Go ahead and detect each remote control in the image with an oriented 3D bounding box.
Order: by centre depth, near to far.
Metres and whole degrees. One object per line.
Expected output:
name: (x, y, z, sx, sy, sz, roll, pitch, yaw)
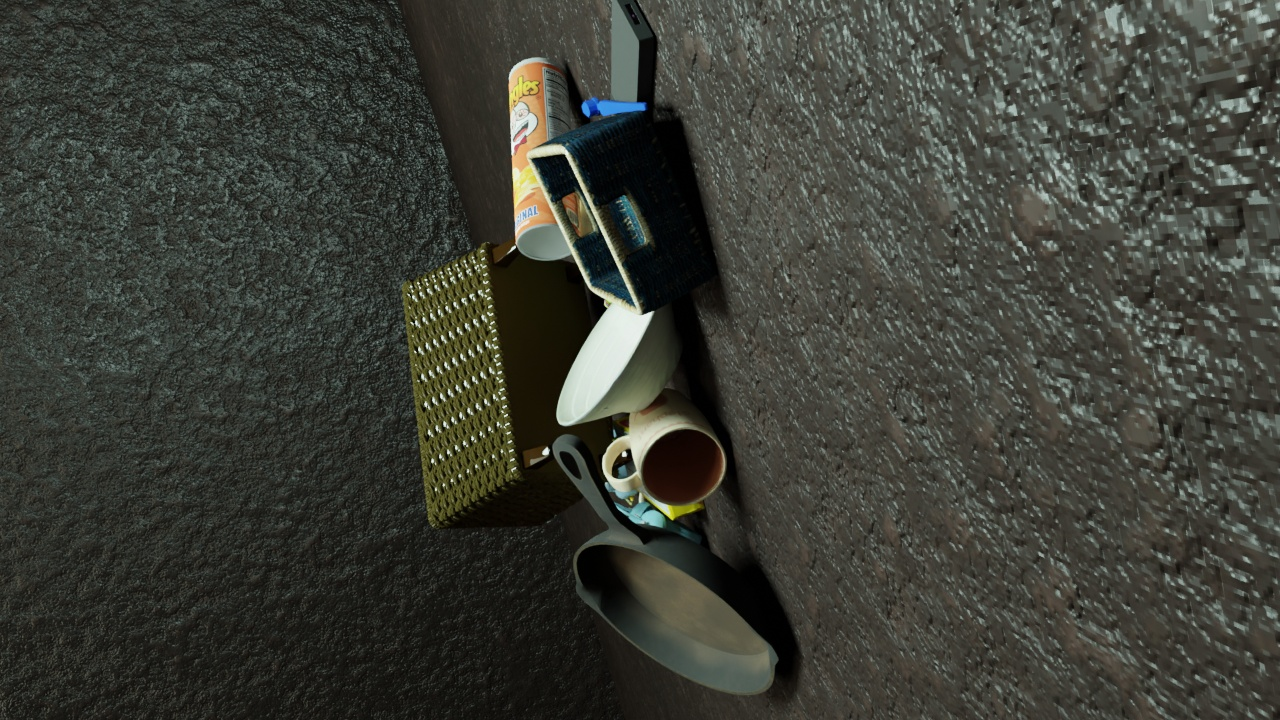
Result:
remote control: (-0.008, -0.227, 0.740, 0.134, 0.013, 0.058, 95, 153, -63)

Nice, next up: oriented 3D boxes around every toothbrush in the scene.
toothbrush: (-0.024, -0.211, 0.767, 0.186, 0.011, 0.016, -136, 28, -68)

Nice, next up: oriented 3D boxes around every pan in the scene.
pan: (0.013, 0.195, 0.884, 0.249, 0.043, 0.356, 3, 132, 41)

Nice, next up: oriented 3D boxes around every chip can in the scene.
chip can: (-0.099, -0.207, 0.935, 0.062, 0.062, 0.210, 96, 169, -64)

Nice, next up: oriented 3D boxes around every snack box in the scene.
snack box: (0.017, 0.121, 1.091, 0.201, 0.042, 0.092, -166, 59, -76)

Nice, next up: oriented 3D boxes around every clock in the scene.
clock: (0.018, 0.196, 1.061, 0.123, 0.042, 0.087, 30, 176, -13)
clock: (-0.037, 0.160, 1.370, 0.089, 0.051, 0.124, -161, 53, -74)

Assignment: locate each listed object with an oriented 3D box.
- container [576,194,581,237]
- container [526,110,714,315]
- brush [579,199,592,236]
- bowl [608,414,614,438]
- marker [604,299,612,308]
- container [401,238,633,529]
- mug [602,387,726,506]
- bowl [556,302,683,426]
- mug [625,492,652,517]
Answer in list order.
container: (-0.079, -0.170, 1.006, 0.063, 0.061, 0.114, -170, 69, -71)
container: (-0.021, -0.126, 0.769, 0.145, 0.071, 0.187, 65, 170, -17)
brush: (-0.035, -0.135, 0.926, 0.117, 0.049, 0.039, 92, 179, -62)
bowl: (-0.077, 0.036, 1.233, 0.147, 0.069, 0.147, 168, 96, -89)
marker: (-0.030, -0.088, 1.051, 0.132, 0.014, 0.014, 112, 138, -72)
container: (-0.146, 0.022, 1.118, 0.206, 0.176, 0.320, -27, 66, 39)
mug: (0.016, 0.082, 0.872, 0.085, 0.111, 0.104, 61, -177, -27)
bowl: (-0.008, -0.002, 0.868, 0.058, 0.176, 0.177, 32, 179, -16)
mug: (-0.003, 0.230, 1.303, 0.097, 0.081, 0.122, 109, 164, -78)
